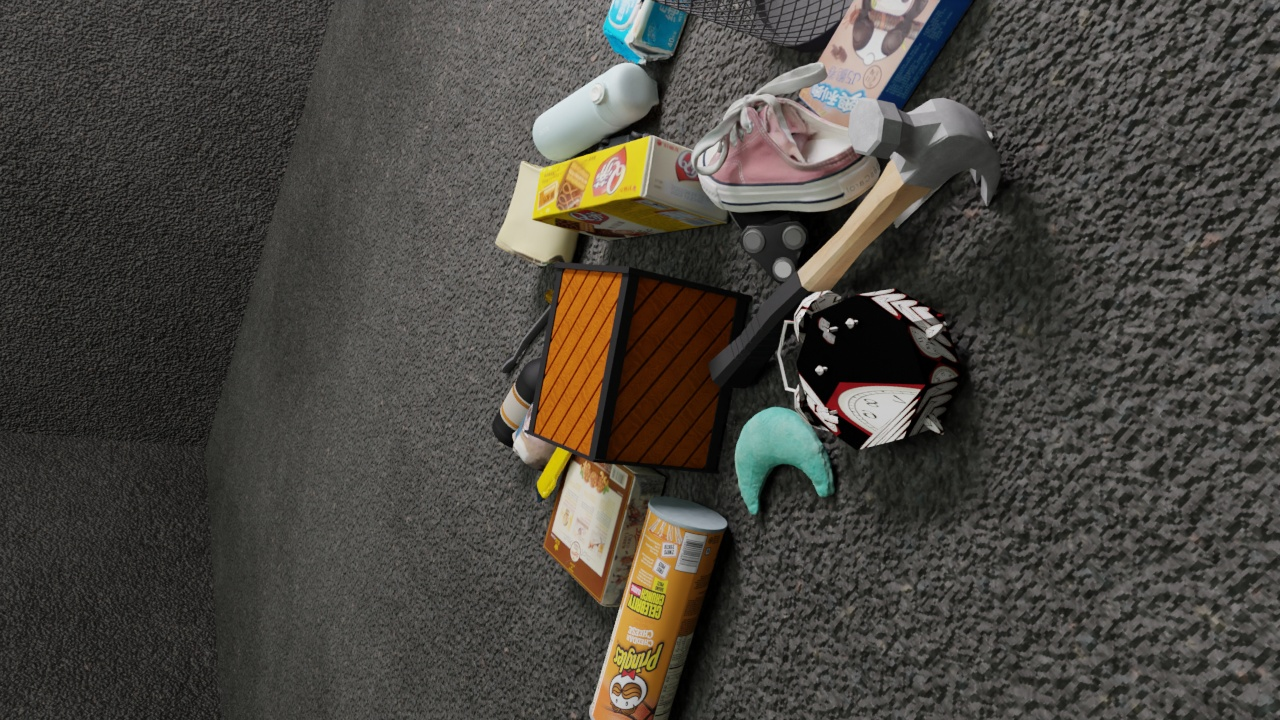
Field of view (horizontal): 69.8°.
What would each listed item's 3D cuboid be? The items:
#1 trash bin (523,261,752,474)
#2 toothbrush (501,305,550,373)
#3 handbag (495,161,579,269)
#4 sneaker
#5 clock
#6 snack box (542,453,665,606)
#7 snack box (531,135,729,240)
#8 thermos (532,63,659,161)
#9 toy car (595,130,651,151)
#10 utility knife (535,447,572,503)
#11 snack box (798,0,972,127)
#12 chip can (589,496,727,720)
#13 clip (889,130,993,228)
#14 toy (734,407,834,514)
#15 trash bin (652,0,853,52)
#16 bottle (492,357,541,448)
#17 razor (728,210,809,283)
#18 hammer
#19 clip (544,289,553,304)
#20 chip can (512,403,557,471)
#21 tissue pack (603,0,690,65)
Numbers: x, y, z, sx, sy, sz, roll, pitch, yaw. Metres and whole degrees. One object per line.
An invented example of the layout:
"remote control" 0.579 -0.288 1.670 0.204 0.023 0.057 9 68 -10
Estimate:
"trash bin" -0.005 0.005 0.887 0.140 0.139 0.172 13 93 57
"toothbrush" -0.147 -0.032 1.226 0.168 0.012 0.013 -45 39 41
"handbag" -0.118 -0.180 1.165 0.111 0.081 0.119 33 108 47
"sneaker" 0.105 -0.183 0.773 0.118 0.088 0.241 -38 24 -10
"clock" 0.155 0.005 0.687 0.155 0.064 0.115 11 107 50
"snack box" -0.043 0.167 0.993 0.143 0.041 0.147 26 104 56
"snack box" -0.015 -0.176 0.974 0.231 0.110 0.061 4 84 57
"thermos" -0.058 -0.296 1.102 0.207 0.077 0.065 -7 89 58
"toy car" -0.017 -0.237 1.062 0.112 0.034 0.046 10 90 58
"utility knife" -0.075 0.086 1.010 0.179 0.017 0.030 -61 40 26
"snack box" 0.198 -0.257 0.743 0.152 0.034 0.087 -60 39 30
"chip can" 0.015 0.241 0.856 0.075 0.075 0.215 29 106 55
"clip" 0.209 -0.156 0.697 0.102 0.050 0.058 -47 58 39
"toy" 0.118 0.083 0.784 0.105 0.033 0.085 -28 70 49
"trash bin" 0.085 -0.388 0.769 0.218 0.227 0.217 -20 66 53
"bottle" -0.122 0.030 1.130 0.182 0.059 0.059 -56 40 32
"razor" 0.110 -0.126 0.830 0.156 0.060 0.057 -101 22 -60
"hammer" 0.145 -0.072 0.721 0.329 0.131 0.039 127 139 -49
"clip" -0.084 -0.073 1.117 0.049 0.054 0.044 -30 33 21
"chip can" -0.071 0.026 1.040 0.230 0.079 0.079 -58 39 31
"tissue pack" 0.011 -0.407 1.036 0.093 0.061 0.145 43 118 51
